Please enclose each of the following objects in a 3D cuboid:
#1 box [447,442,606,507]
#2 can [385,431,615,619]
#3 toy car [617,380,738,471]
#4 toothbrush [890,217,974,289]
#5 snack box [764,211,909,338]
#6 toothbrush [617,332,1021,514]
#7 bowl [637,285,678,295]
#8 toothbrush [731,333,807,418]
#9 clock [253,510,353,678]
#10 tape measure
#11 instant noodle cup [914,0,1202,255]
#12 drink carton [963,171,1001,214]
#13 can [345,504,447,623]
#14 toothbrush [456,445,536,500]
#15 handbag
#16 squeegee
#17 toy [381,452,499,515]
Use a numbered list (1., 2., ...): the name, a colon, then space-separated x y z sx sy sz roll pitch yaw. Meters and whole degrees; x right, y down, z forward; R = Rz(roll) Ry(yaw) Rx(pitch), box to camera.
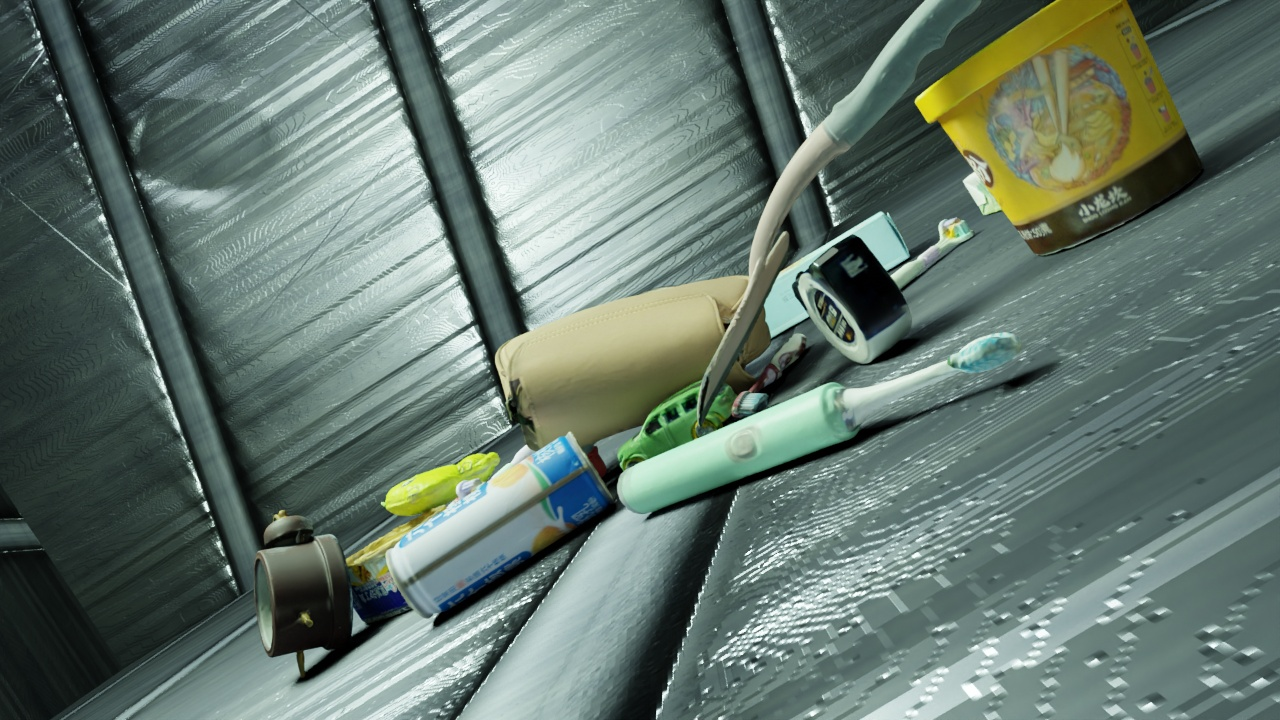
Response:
1. box: -0.115 0.115 0.736 0.202 0.047 0.086 -29 4 43
2. can: -0.085 0.101 0.563 0.134 0.053 0.053 -32 3 -5
3. toy car: 0.023 0.044 0.596 0.091 0.036 0.043 -35 3 17
4. toothbrush: 0.202 -0.066 0.714 0.189 0.029 0.020 -35 -38 -33
5. snack box: 0.179 -0.082 0.914 0.175 0.051 0.074 -32 2 17
6. toothbrush: 0.066 0.032 0.407 0.027 0.026 0.225 -5 -17 -42
7. bowl: 0.025 0.000 0.794 0.116 0.116 0.066 -32 -41 5
8. toothbrush: 0.096 0.007 0.632 0.017 0.016 0.187 -2 14 23
9. clock: -0.249 0.162 0.667 0.055 0.122 0.082 -6 -51 -32
10. tape measure: 0.120 -0.032 0.519 0.033 0.066 0.066 -35 -3 -7
11. instant noodle cup: 0.232 -0.130 0.504 0.118 0.114 0.118 -32 3 2
12. drink carton: 0.322 -0.160 0.775 0.053 0.045 0.122 -33 2 2
13. can: -0.180 0.155 0.695 0.074 0.049 0.149 -34 3 -42
14. toothbrush: -0.082 0.065 0.705 0.188 0.029 0.021 -40 -28 -63
15. handbag: -0.004 0.004 0.674 0.205 0.100 0.147 -16 10 9
16. squeegee: 0.110 -0.116 0.509 0.250 0.040 0.246 -57 -2 33
17. toy: -0.162 0.102 0.750 0.100 0.031 0.097 -23 -4 -18
